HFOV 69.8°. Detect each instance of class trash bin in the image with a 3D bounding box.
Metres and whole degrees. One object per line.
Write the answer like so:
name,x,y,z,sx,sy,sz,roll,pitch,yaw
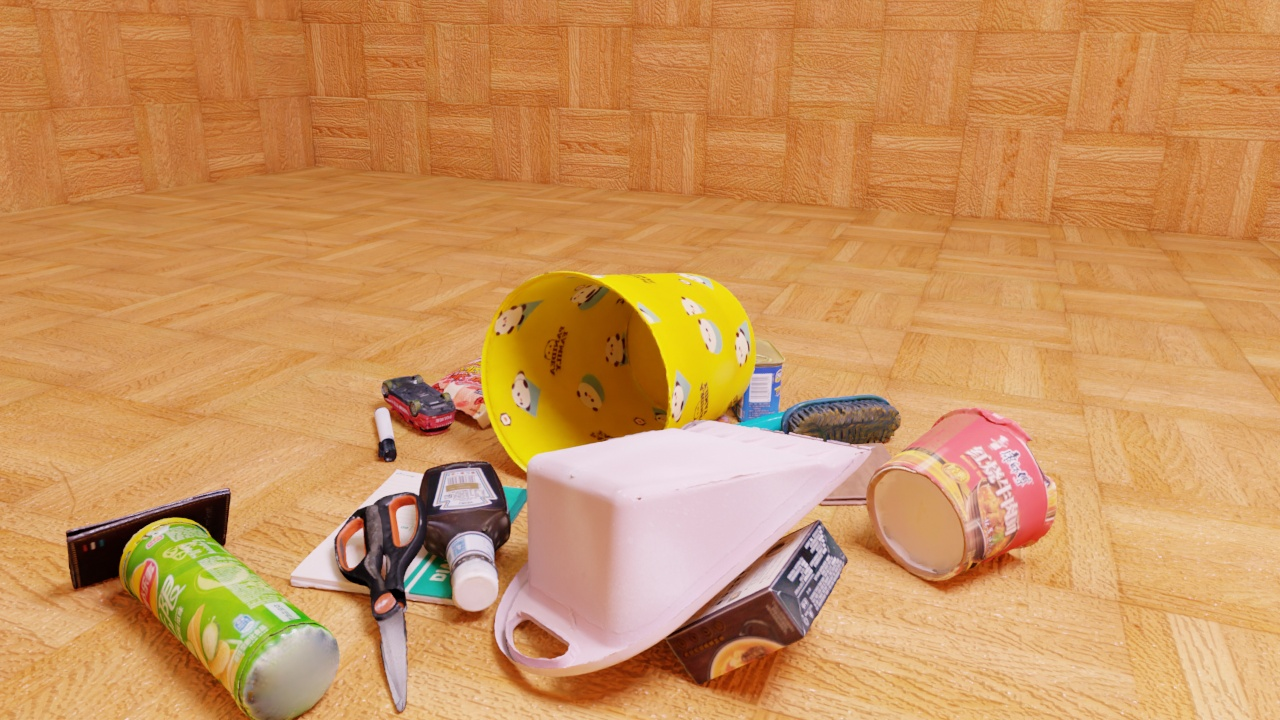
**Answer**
trash bin,-0.006,0.006,1.014,0.230,0.230,0.254,12,16,29

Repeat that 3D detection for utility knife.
utility knife,0.163,0.077,1.107,0.171,0.013,0.029,-11,57,-35

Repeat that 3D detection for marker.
marker,-0.296,0.083,1.057,0.022,0.018,0.131,12,14,-24

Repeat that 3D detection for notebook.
notebook,-0.202,0.159,0.852,0.150,0.012,0.208,6,19,9

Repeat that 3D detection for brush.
brush,0.230,0.067,1.079,0.143,0.055,0.073,-5,21,-16

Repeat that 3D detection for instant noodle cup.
instant noodle cup,0.276,0.124,0.816,0.108,0.138,0.138,-21,28,-30

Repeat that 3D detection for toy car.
toy car,-0.269,0.053,1.106,0.052,0.045,0.120,-12,28,-39

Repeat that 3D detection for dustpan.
dustpan,0.015,0.140,0.730,0.272,0.139,0.223,-6,6,-28

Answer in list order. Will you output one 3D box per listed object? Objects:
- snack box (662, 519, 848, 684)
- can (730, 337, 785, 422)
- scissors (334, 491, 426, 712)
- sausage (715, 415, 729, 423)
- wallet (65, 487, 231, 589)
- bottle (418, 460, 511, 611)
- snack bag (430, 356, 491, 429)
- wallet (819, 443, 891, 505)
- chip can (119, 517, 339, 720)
snack box,0.079,0.179,0.687,0.126,0.053,0.113,-37,-3,33
can,0.142,0.025,1.155,0.057,0.083,0.102,-2,19,-7
scissors,-0.186,0.175,0.718,0.124,0.022,0.235,-38,37,-19
sausage,0.079,0.094,1.047,0.020,0.020,0.155,8,20,18
wallet,-0.407,0.147,0.765,0.122,0.097,0.020,-15,64,-37
bottle,-0.152,0.149,0.802,0.079,0.044,0.195,-6,21,-13
snack bag,-0.173,0.010,1.185,0.129,0.073,0.207,17,41,37
wallet,0.226,0.121,0.981,0.101,0.020,0.115,-2,22,-5
chip can,-0.304,0.185,0.672,0.222,0.073,0.072,17,24,40
